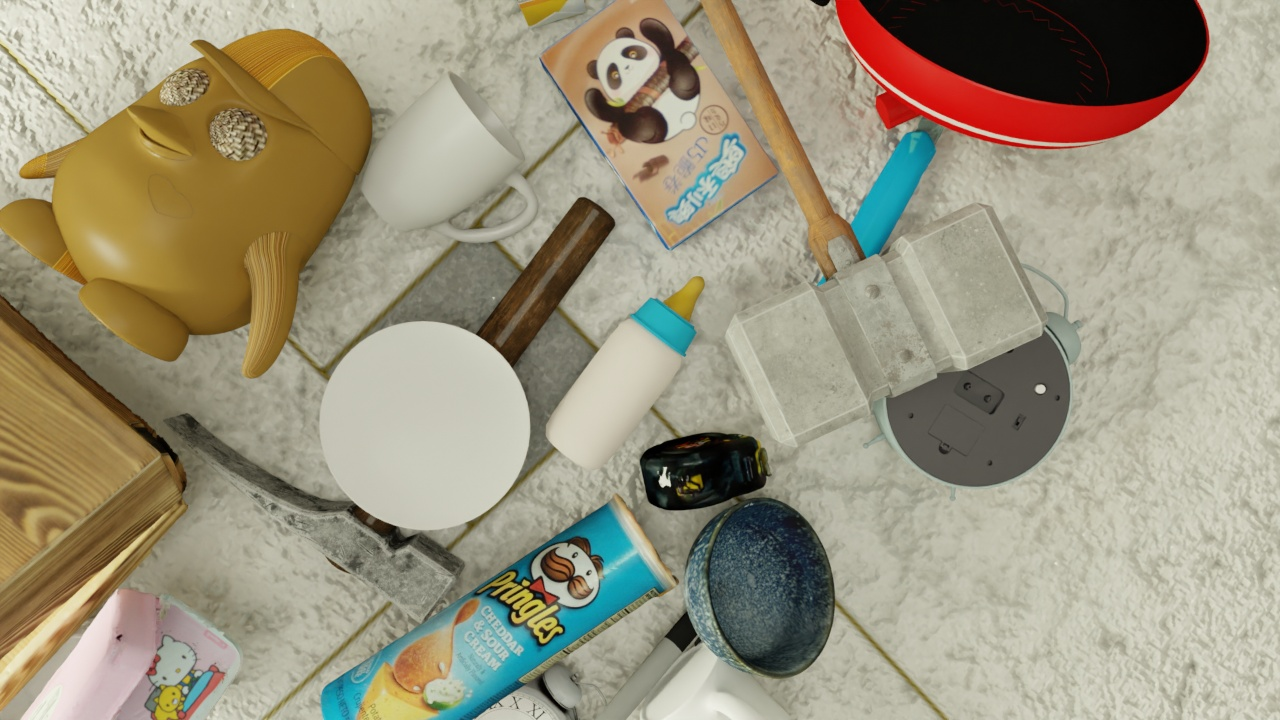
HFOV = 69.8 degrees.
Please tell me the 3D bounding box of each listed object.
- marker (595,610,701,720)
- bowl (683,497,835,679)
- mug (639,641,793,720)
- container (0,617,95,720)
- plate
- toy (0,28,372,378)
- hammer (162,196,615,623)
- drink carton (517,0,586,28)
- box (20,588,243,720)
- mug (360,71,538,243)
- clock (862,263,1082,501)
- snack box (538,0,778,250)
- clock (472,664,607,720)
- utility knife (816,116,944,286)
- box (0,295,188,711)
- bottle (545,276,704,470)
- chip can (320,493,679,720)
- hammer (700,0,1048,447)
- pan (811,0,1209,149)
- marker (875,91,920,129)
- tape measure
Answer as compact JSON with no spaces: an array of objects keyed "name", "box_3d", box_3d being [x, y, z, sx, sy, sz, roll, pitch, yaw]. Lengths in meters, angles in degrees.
[{"name":"marker","box_3d":[0.009,0.215,0.628,0.022,0.016,0.138,36,77,26]},{"name":"bowl","box_3d":[0.069,0.151,0.609,0.114,0.061,0.114,13,67,-34]},{"name":"mug","box_3d":[0.063,0.243,0.600,0.090,0.111,0.073,47,66,-4]},{"name":"container","box_3d":[-0.387,0.216,0.628,0.129,0.049,0.081,2,95,0]},{"name":"plate","box_3d":[-0.138,0.042,0.593,0.134,0.011,0.134,0,94,0]},{"name":"toy","box_3d":[-0.251,-0.111,0.551,0.198,0.162,0.203,40,83,8]},{"name":"hammer","box_3d":[-0.147,-0.004,0.615,0.217,0.037,0.300,36,94,-3]},{"name":"drink carton","box_3d":[-0.062,-0.249,0.547,0.041,0.122,0.058,-15,95,2]},{"name":"box","box_3d":[-0.340,0.246,0.579,0.095,0.088,0.202,35,95,-36]},{"name":"mug","box_3d":[-0.120,-0.115,0.595,0.089,0.071,0.107,-38,122,11]},{"name":"clock","box_3d":[0.224,0.010,0.610,0.122,0.045,0.159,31,94,-3]},{"name":"snack box","box_3d":[0.012,-0.158,0.600,0.087,0.034,0.151,-35,95,3]},{"name":"clock","box_3d":[-0.081,0.259,0.638,0.122,0.035,0.094,-18,95,3]},{"name":"utility knife","box_3d":[0.160,-0.094,0.615,0.031,0.015,0.173,30,93,-5]},{"name":"box","box_3d":[-0.451,0.065,0.547,0.279,0.216,0.256,40,62,4]},{"name":"bottle","box_3d":[-0.004,0.004,0.606,0.051,0.051,0.146,37,94,-3]},{"name":"chip can","box_3d":[-0.089,0.178,0.596,0.229,0.080,0.080,-32,94,-5]},{"name":"hammer","box_3d":[0.090,-0.125,0.553,0.163,0.083,0.317,-25,86,3]},{"name":"pan","box_3d":[0.142,-0.213,0.528,0.356,0.067,0.208,7,55,-2]},{"name":"marker","box_3d":[0.226,-0.193,0.603,0.145,0.021,0.023,-24,102,2]},{"name":"tape measure","box_3d":[0.037,0.073,0.603,0.071,0.072,0.042,-18,101,-27]}]
